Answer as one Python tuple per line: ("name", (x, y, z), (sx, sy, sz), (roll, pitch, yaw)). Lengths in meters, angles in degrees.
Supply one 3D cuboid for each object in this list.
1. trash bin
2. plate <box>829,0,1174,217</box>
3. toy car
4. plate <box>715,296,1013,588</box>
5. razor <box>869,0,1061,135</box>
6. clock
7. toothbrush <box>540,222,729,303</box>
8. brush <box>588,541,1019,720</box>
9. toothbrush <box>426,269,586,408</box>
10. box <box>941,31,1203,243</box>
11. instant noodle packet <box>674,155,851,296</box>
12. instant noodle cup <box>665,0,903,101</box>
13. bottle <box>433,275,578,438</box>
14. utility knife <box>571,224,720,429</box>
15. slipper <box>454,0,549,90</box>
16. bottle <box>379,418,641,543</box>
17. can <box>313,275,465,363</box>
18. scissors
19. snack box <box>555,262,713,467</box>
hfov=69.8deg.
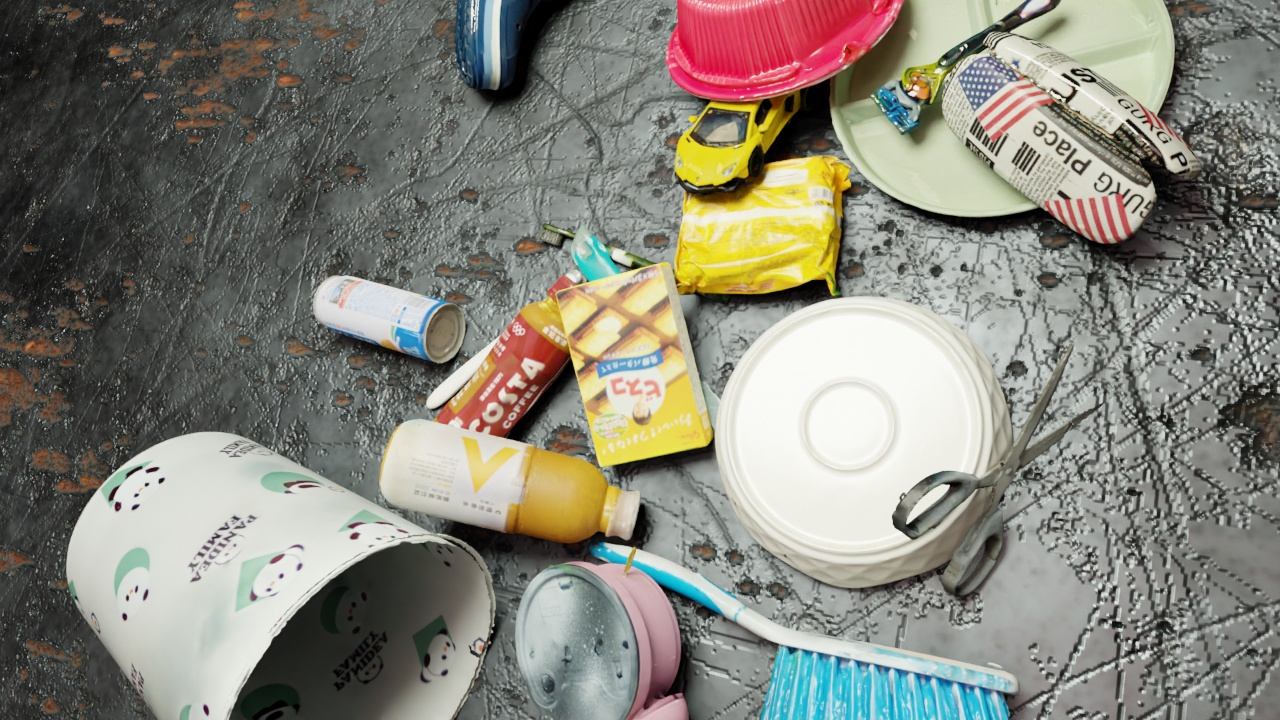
("trash bin", (-0.278, 0.183, 0.691), (0.252, 0.229, 0.229), (23, 86, 33))
("plate", (0.254, -0.207, 0.667), (0.231, 0.027, 0.230), (-7, 73, 22))
("toy car", (0.080, -0.187, 0.706), (0.071, 0.041, 0.155), (19, 61, 33))
("plate", (0.145, 0.048, 0.631), (0.205, 0.045, 0.204), (-6, 74, 20))
("razor", (0.234, -0.219, 0.651), (0.143, 0.022, 0.042), (-34, 67, 11))
("clock", (-0.024, 0.215, 0.636), (0.117, 0.059, 0.158), (-20, 76, 39))
("toothbrush", (-0.009, -0.079, 0.754), (0.186, 0.012, 0.017), (24, 92, 27))
("brush", (0.092, 0.198, 0.615), (0.315, 0.060, 0.109), (4, 72, 27))
("toothbrush", (-0.116, -0.015, 0.783), (0.180, 0.016, 0.016), (-39, 57, 11))
("box", (0.273, -0.147, 0.604), (0.162, 0.076, 0.088), (50, 125, 23))
("instant noodle packet", (0.093, -0.099, 0.696), (0.128, 0.044, 0.110), (1, 71, 21))
("instant noodle cup", (0.099, -0.285, 0.700), (0.194, 0.066, 0.193), (-15, 48, 17))
("bottle", (-0.101, 0.010, 0.743), (0.057, 0.057, 0.175), (40, 93, 27))
("utility knife", (0.008, -0.025, 0.727), (0.029, 0.013, 0.222), (-43, 69, 11))
("slipper", (-0.110, -0.367, 0.837), (0.095, 0.105, 0.253), (9, 94, -16))
("bottle", (-0.095, 0.095, 0.685), (0.189, 0.068, 0.068), (13, 80, -1))
("can", (-0.224, -0.038, 0.812), (0.135, 0.053, 0.053), (15, 82, 26))
("scissors", (0.222, 0.070, 0.570), (0.014, 0.159, 0.181), (34, 117, 54))
("snack box", (-0.004, 0.004, 0.691), (0.087, 0.033, 0.140), (-13, 95, 19))
